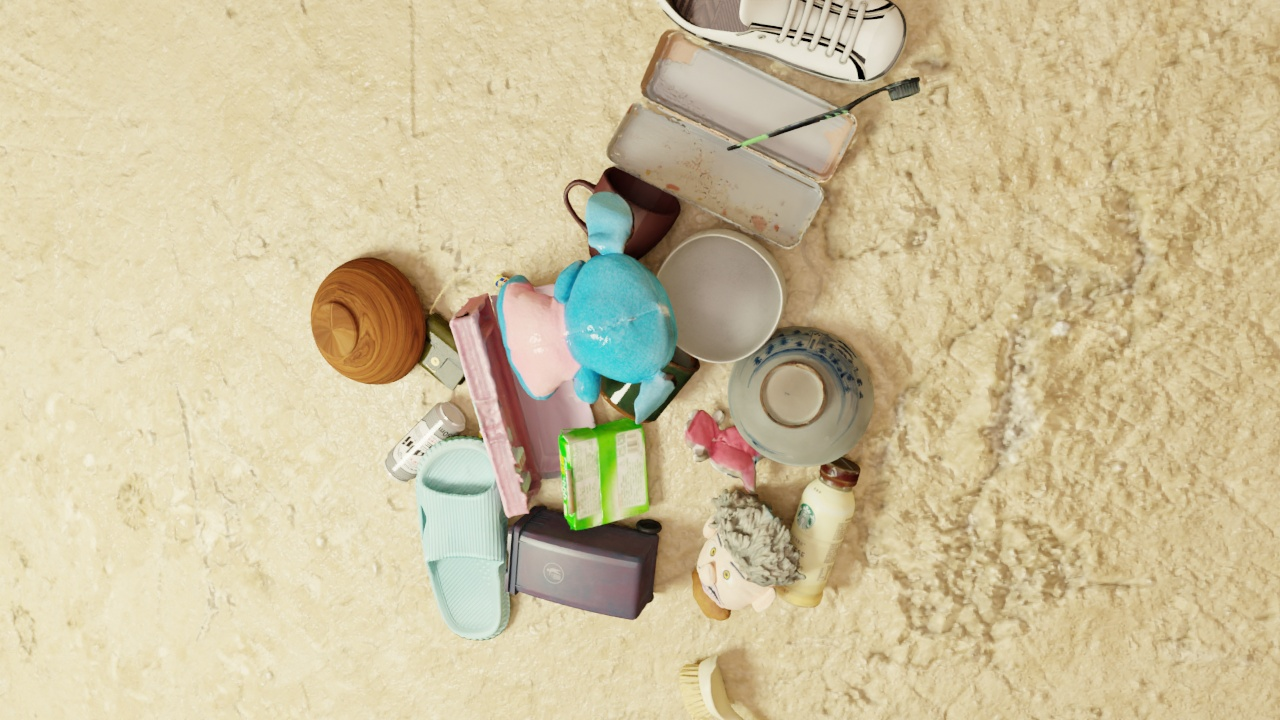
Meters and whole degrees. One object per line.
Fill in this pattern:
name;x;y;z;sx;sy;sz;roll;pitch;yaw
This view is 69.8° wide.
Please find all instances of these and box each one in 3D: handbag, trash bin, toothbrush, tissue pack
handbag;-0.189;-0.053;1.022;0.084;0.027;0.178;40;113;2
trash bin;-0.066;0.225;1.033;0.161;0.092;0.094;10;105;16
toothbrush;0.172;-0.229;0.867;0.188;0.014;0.017;-18;87;10
tissue pack;-0.041;0.125;1.005;0.099;0.034;0.114;-9;104;-26

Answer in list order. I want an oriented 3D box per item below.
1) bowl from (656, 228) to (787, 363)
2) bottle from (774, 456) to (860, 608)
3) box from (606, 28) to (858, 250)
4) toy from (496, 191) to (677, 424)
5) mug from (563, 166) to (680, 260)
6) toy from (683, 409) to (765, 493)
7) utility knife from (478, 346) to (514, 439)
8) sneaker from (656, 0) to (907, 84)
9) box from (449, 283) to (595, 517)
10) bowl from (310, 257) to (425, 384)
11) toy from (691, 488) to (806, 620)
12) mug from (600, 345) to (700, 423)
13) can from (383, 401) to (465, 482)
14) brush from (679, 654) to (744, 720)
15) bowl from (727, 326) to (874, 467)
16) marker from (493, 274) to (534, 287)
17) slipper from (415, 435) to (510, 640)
bowl;0.083;-0.069;0.936;0.132;0.064;0.132;5;108;14
bottle;0.189;0.180;0.975;0.056;0.056;0.162;18;106;9
box;0.089;-0.219;0.908;0.216;0.063;0.157;27;87;6
toy;-0.055;-0.043;0.887;0.192;0.098;0.224;-9;98;28
mug;-0.029;-0.143;0.939;0.114;0.087;0.089;25;122;-10
toy;0.091;0.093;0.988;0.102;0.050;0.065;30;74;-2
utility knife;-0.158;0.030;1.045;0.029;0.020;0.198;16;105;8
sneaker;0.126;-0.327;0.851;0.245;0.097;0.091;22;107;8
box;-0.113;0.040;0.989;0.115;0.098;0.233;-11;107;8
bowl;-0.320;-0.039;1.026;0.147;0.068;0.147;6;104;25
toy;0.099;0.218;0.988;0.176;0.076;0.132;-64;38;33
mug;-0.006;0.005;0.962;0.111;0.084;0.081;31;111;-17
can;-0.252;0.095;1.069;0.107;0.044;0.044;-43;90;19
brush;0.151;0.438;1.051;0.272;0.061;0.078;41;125;-3
bowl;0.157;0.035;0.929;0.151;0.056;0.150;-1;86;17
marker;-0.099;-0.068;1.010;0.132;0.014;0.014;20;106;9
slipper;-0.205;0.218;1.060;0.116;0.069;0.276;2;111;10
